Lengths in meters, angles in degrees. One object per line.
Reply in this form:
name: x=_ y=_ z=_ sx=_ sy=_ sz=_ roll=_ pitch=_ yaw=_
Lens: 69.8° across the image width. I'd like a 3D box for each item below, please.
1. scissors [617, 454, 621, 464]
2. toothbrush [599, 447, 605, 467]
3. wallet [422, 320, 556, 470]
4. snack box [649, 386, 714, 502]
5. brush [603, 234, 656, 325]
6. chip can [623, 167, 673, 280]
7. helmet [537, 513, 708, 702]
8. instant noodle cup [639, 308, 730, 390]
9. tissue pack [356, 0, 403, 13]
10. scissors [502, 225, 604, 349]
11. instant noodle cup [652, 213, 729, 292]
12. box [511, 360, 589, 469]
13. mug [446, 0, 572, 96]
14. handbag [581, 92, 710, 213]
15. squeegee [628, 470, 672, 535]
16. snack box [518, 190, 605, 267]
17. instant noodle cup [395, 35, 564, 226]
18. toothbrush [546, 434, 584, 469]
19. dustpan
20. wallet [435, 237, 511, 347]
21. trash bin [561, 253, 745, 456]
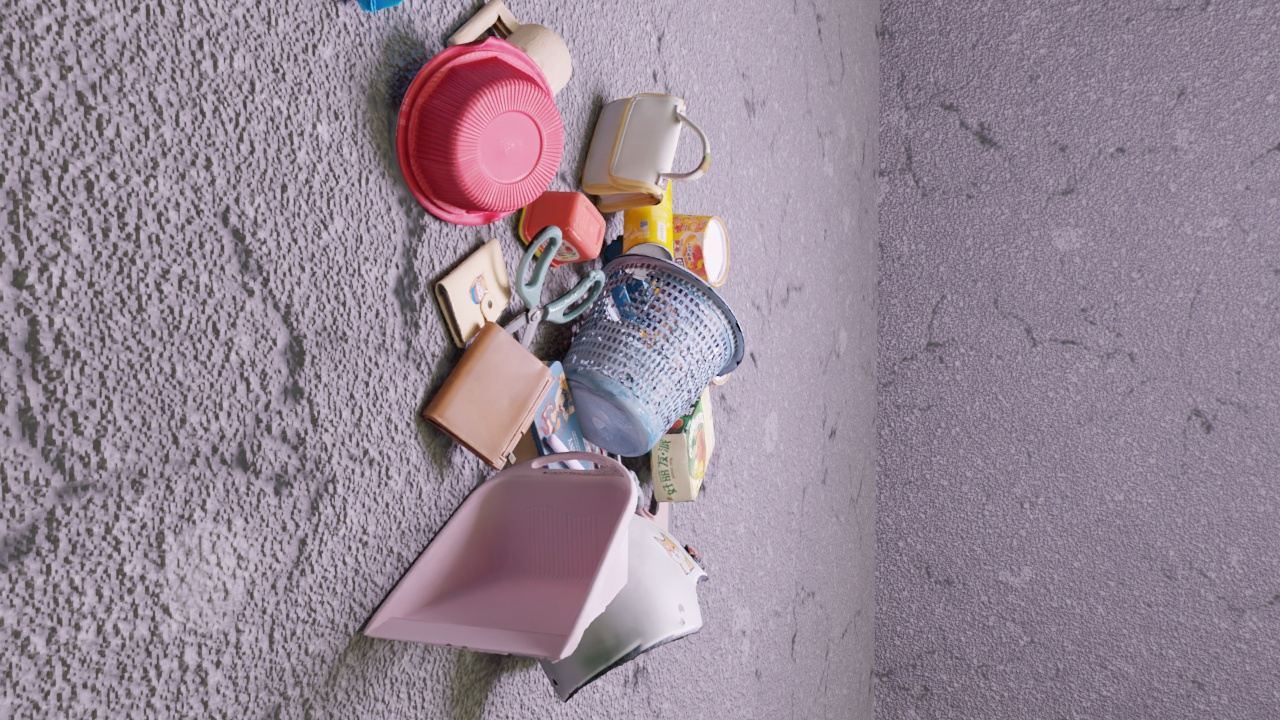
scissors: x=-0.028 y=0.170 z=1.333 sx=0.157 sy=0.012 sz=0.165 roll=75 pitch=15 yaw=-52
toothbrush: x=-0.054 y=0.153 z=1.294 sx=0.016 sy=0.017 sz=0.188 roll=-78 pitch=161 yaw=-61
wallet: x=-0.154 y=0.042 z=0.994 sx=0.119 sy=0.035 sz=0.130 roll=43 pitch=60 yaw=-24
snack box: x=0.068 y=0.121 z=1.427 sx=0.239 sy=0.063 sz=0.114 roll=-55 pitch=139 yaw=-69
brush: x=-0.017 y=-0.105 z=1.311 sx=0.073 sy=0.055 sz=0.144 roll=-63 pitch=144 yaw=-46
chip can: x=0.011 y=-0.211 z=1.281 sx=0.072 sy=0.072 sz=0.213 roll=60 pitch=22 yaw=-47
helmet: x=-0.047 y=0.267 z=1.109 sx=0.157 sy=0.230 sz=0.273 roll=60 pitch=9 yaw=-7
instant noodle cup: x=0.078 y=-0.023 z=1.445 sx=0.151 sy=0.112 sz=0.151 roll=-6 pitch=97 yaw=-64
tissue pack: x=-0.235 y=-0.394 z=0.846 sx=0.090 sy=0.063 sz=0.139 roll=62 pitch=37 yaw=-42
scissors: x=-0.105 y=-0.092 z=1.084 sx=0.169 sy=0.019 sz=0.180 roll=-34 pitch=147 yaw=-30
instant noodle cup: x=0.070 y=-0.167 z=1.426 sx=0.137 sy=0.110 sz=0.138 roll=-2 pitch=93 yaw=-63
box: x=-0.118 y=0.092 z=1.112 sx=0.089 sy=0.059 sz=0.184 roll=-54 pitch=136 yaw=-48
mug: x=-0.148 y=-0.331 z=1.023 sx=0.124 sy=0.084 sz=0.103 roll=48 pitch=45 yaw=-21
handbag: x=0.015 y=-0.287 z=1.232 sx=0.063 sy=0.179 sz=0.163 roll=42 pitch=56 yaw=-50
squeegee: x=0.003 y=0.211 z=1.351 sx=0.250 sy=0.040 sz=0.247 roll=63 pitch=26 yaw=-59
snack box: x=-0.093 y=-0.165 z=1.125 sx=0.091 sy=0.080 sz=0.081 roll=44 pitch=51 yaw=-55
instant noodle cup: x=-0.149 y=-0.224 z=0.936 sx=0.193 sy=0.066 sz=0.194 roll=-20 pitch=124 yaw=-33
toothbrush: x=-0.069 y=0.139 z=1.129 sx=0.021 sy=0.029 sz=0.189 roll=-42 pitch=141 yaw=-5
dustpan: x=-0.124 y=0.182 z=0.935 sx=0.273 sy=0.223 sz=0.139 roll=-12 pitch=99 yaw=-69
wallet: x=-0.180 y=-0.073 z=1.018 sx=0.114 sy=0.024 sz=0.087 roll=-57 pitch=142 yaw=-51
trash bin: x=-0.007 y=0.007 z=1.191 sx=0.194 sy=0.227 sz=0.227 roll=-54 pitch=139 yaw=-30
